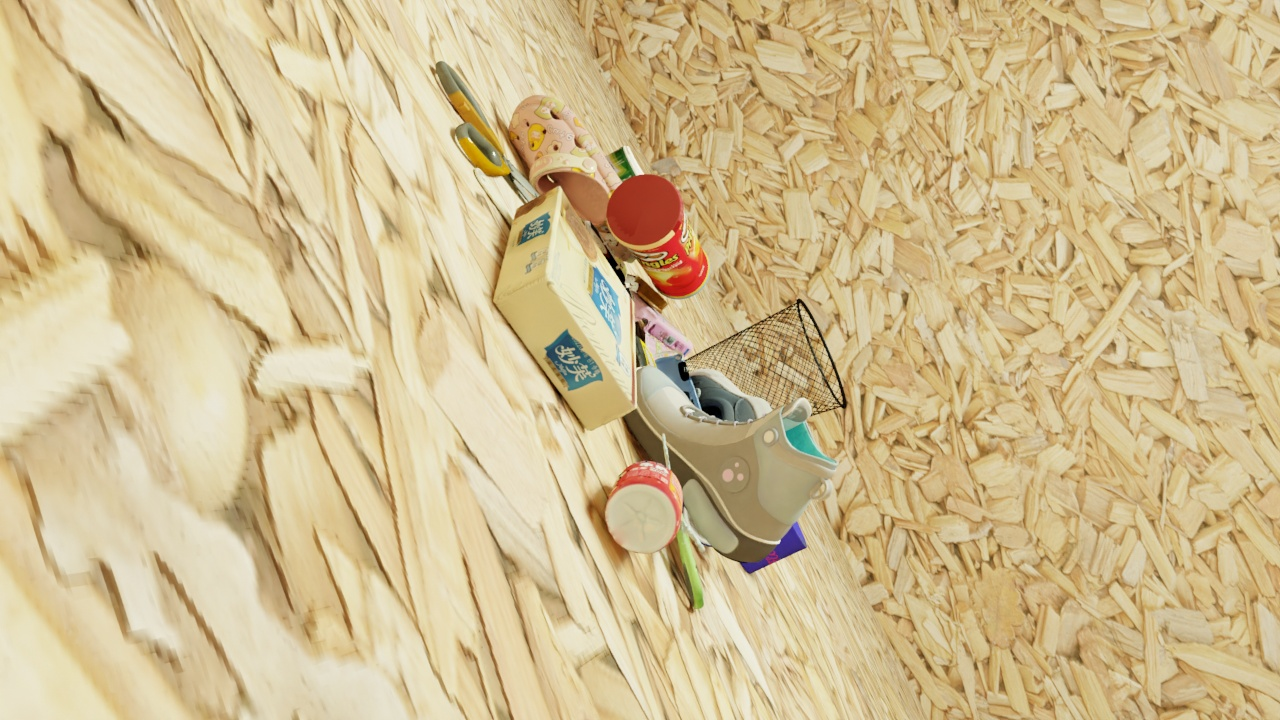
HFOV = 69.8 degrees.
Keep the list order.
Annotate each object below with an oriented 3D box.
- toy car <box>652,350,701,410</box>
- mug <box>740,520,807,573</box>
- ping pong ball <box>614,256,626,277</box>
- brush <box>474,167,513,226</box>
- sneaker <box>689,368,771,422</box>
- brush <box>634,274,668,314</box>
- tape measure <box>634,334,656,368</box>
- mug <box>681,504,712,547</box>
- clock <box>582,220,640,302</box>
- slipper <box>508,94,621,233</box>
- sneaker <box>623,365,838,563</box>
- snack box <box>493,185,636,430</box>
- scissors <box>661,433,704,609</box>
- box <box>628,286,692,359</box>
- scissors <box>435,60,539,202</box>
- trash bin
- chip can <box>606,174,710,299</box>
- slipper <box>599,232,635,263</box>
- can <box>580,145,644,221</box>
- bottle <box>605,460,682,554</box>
[{"bbox_3d":[0.045,0.063,1.114,0.055,0.056,0.153,87,-14,-68],"label":"toy car"},{"bbox_3d":[0.161,0.217,1.226,0.079,0.083,0.111,46,19,-58],"label":"mug"},{"bbox_3d":[-0.038,-0.120,1.232,0.040,0.040,0.040,59,11,-19],"label":"ping pong ball"},{"bbox_3d":[-0.106,-0.108,0.944,0.218,0.012,0.033,55,13,-29],"label":"brush"},{"bbox_3d":[0.089,0.071,1.196,0.236,0.087,0.089,-155,-122,-68],"label":"sneaker"},{"bbox_3d":[0.014,-0.083,1.194,0.048,0.017,0.126,41,5,-14],"label":"brush"},{"bbox_3d":[-0.006,0.006,1.069,0.064,0.037,0.065,47,20,-55],"label":"tape measure"},{"bbox_3d":[0.106,0.168,1.018,0.076,0.112,0.075,1,100,-79],"label":"mug"},{"bbox_3d":[-0.044,-0.105,1.092,0.114,0.065,0.154,66,11,18],"label":"clock"},{"bbox_3d":[-0.095,-0.231,1.103,0.197,0.093,0.081,49,46,5],"label":"slipper"},{"bbox_3d":[0.087,0.065,0.928,0.093,0.161,0.256,13,35,-47],"label":"sneaker"},{"bbox_3d":[-0.063,-0.055,0.856,0.153,0.055,0.207,56,16,-27],"label":"snack box"},{"bbox_3d":[0.034,0.149,0.850,0.173,0.021,0.171,-133,-146,-79],"label":"scissors"},{"bbox_3d":[0.030,-0.023,1.278,0.160,0.062,0.230,65,10,15],"label":"box"},{"bbox_3d":[-0.156,-0.228,0.989,0.175,0.016,0.225,66,10,15],"label":"scissors"},{"bbox_3d":[0.185,0.029,1.429,0.184,0.210,0.184,-21,89,-86],"label":"trash bin"},{"bbox_3d":[0.027,-0.142,1.102,0.087,0.087,0.213,66,7,17],"label":"chip can"},{"bbox_3d":[-0.019,-0.193,1.293,0.054,0.114,0.274,28,-3,-11],"label":"slipper"},{"bbox_3d":[-0.054,-0.220,1.184,0.067,0.121,0.067,59,11,-19],"label":"can"},{"bbox_3d":[0.005,0.116,0.770,0.062,0.062,0.137,62,4,-1],"label":"bottle"}]
